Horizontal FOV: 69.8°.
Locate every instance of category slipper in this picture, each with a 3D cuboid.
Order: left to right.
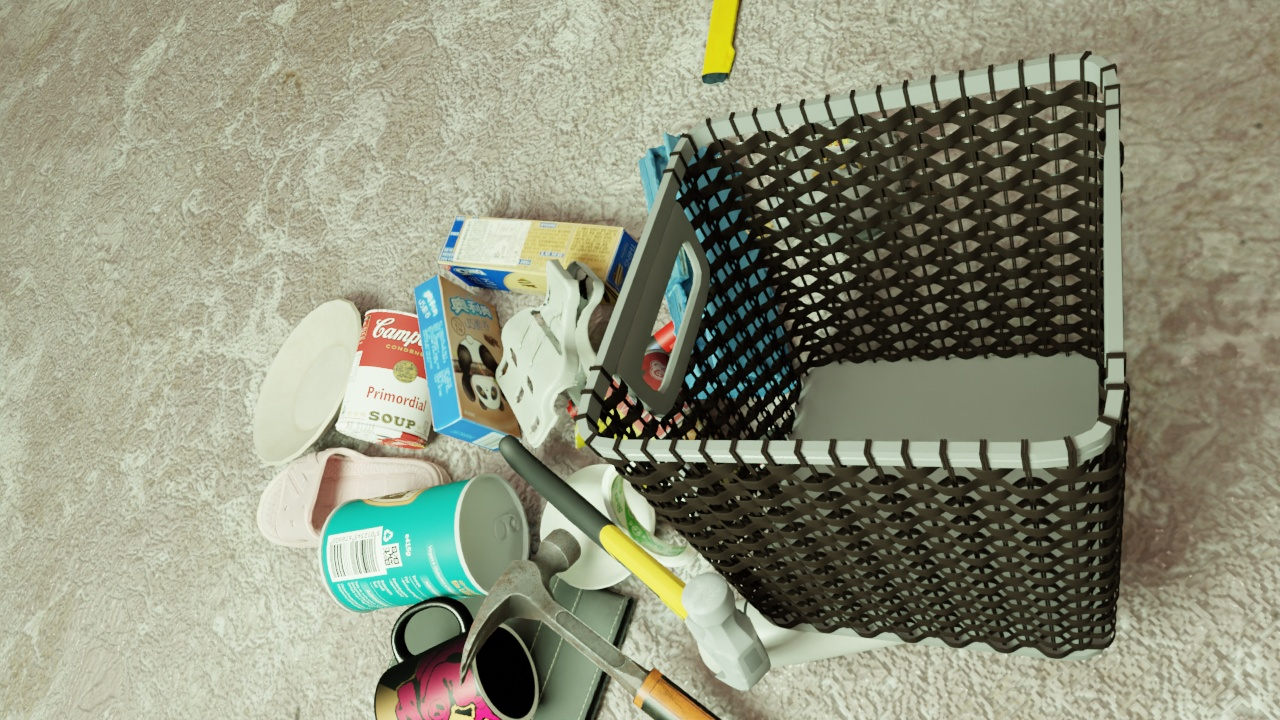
[{"bbox_3d":[-0.295,0.132,0.897,0.240,0.064,0.094,-6,69,26],"label":"slipper"}]

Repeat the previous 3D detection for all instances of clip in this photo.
[{"bbox_3d":[-0.063,-0.012,0.797,0.152,0.099,0.126,-59,39,15],"label":"clip"}]

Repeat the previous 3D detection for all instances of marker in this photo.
[{"bbox_3d":[-0.005,0.005,0.802,0.145,0.021,0.023,-38,66,13],"label":"marker"}]

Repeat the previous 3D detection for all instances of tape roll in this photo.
[{"bbox_3d":[0.011,0.112,0.690,0.094,0.094,0.018,25,41,32],"label":"tape roll"}]

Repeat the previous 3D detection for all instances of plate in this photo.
[{"bbox_3d":[-0.344,0.024,0.969,0.189,0.027,0.188,-23,52,33],"label":"plate"},{"bbox_3d":[-0.032,0.139,0.763,0.104,0.026,0.104,-10,66,21],"label":"plate"}]

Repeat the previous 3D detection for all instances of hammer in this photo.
[{"bbox_3d":[-0.020,0.132,0.674,0.029,0.127,0.324,-40,36,-16],"label":"hammer"},{"bbox_3d":[0.013,0.251,0.643,0.314,0.035,0.137,32,47,21],"label":"hammer"}]

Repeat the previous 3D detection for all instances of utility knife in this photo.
[{"bbox_3d":[0.087,-0.363,0.883,0.030,0.019,0.217,4,79,25],"label":"utility knife"}]

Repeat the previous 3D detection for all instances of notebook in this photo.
[{"bbox_3d":[-0.119,0.247,0.777,0.209,0.029,0.169,13,78,36],"label":"notebook"}]

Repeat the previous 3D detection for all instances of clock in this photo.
[{"bbox_3d":[0.152,-0.139,0.743,0.148,0.056,0.103,-27,61,17],"label":"clock"}]

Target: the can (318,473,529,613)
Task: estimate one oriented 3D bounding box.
[{"bbox_3d":[-0.182,0.156,0.776,0.144,0.099,0.099,-13,66,24],"label":"can"}]

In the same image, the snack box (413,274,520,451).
[{"bbox_3d":[-0.161,0.003,0.852,0.034,0.087,0.151,-26,62,20],"label":"snack box"}]

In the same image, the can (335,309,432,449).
[{"bbox_3d":[-0.237,0.020,0.890,0.087,0.086,0.116,1,73,30],"label":"can"}]

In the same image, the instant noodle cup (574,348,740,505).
[{"bbox_3d":[0.022,0.063,0.728,0.100,0.100,0.112,-48,64,6],"label":"instant noodle cup"}]

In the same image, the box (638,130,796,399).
[{"bbox_3d":[0.064,-0.082,0.751,0.054,0.093,0.231,125,141,-56],"label":"box"}]

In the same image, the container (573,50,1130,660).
[{"bbox_3d":[0.150,0.015,0.539,0.246,0.244,0.246,-2,52,29],"label":"container"}]

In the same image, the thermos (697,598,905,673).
[{"bbox_3d":[0.146,0.175,0.635,0.225,0.052,0.052,-20,64,23],"label":"thermos"}]

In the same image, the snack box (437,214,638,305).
[{"bbox_3d":[-0.095,-0.096,0.870,0.207,0.057,0.056,10,74,32],"label":"snack box"}]

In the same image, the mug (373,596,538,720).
[{"bbox_3d":[-0.152,0.245,0.721,0.098,0.081,0.118,-29,82,18],"label":"mug"}]

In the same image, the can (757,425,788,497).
[{"bbox_3d":[0.108,0.092,0.699,0.032,0.031,0.080,-25,62,20],"label":"can"}]
